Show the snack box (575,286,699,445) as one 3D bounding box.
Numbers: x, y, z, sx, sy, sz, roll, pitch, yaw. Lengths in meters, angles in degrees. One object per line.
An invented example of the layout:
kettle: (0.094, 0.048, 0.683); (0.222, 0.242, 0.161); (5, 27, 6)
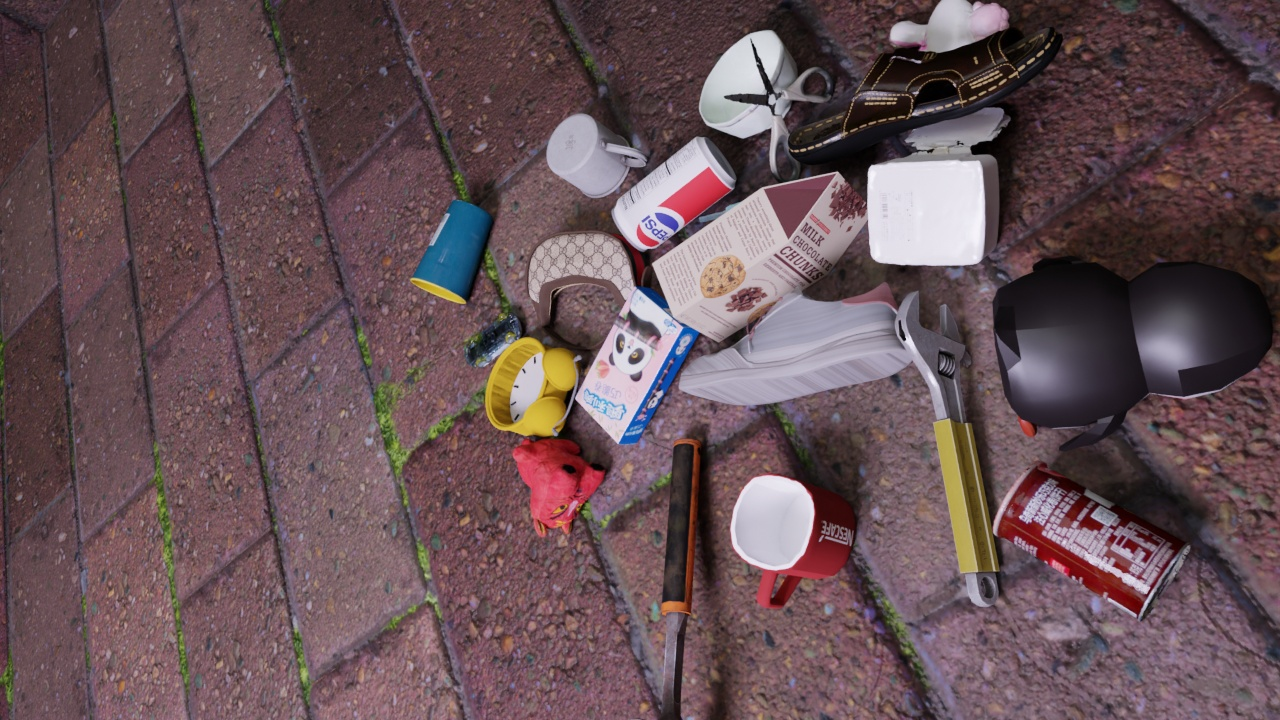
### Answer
snack box: (-0.006, 0.006, 1.005); (0.088, 0.033, 0.154); (43, 114, 36)

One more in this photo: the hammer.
hammer: (0.044, 0.226, 0.893); (0.035, 0.137, 0.313); (-14, 55, 31)

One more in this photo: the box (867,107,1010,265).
box: (0.285, -0.176, 0.861); (0.107, 0.131, 0.152); (5, 110, 34)

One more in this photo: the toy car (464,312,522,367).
toy car: (-0.184, -0.024, 1.158); (0.090, 0.027, 0.038); (-36, 61, 20)

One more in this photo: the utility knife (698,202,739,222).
utility knife: (0.122, -0.169, 0.998); (0.141, 0.015, 0.022); (-8, 50, 33)

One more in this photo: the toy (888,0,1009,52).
toy: (0.301, -0.317, 0.904); (0.123, 0.038, 0.079); (-7, 75, 42)

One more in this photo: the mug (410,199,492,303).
mug: (-0.245, -0.146, 1.212); (0.078, 0.078, 0.121); (14, 80, 37)

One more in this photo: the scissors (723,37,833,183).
scissors: (0.148, -0.261, 0.942); (0.157, 0.171, 0.013); (-38, 38, -28)

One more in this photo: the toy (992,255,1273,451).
toy: (0.371, -0.020, 0.700); (0.184, 0.140, 0.159); (-11, 69, 31)

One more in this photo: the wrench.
wrench: (0.270, 0.073, 0.791); (0.018, 0.083, 0.273); (-26, 65, 55)

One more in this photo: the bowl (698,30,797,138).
bowl: (0.126, -0.290, 0.996); (0.118, 0.061, 0.117); (-31, 44, 36)

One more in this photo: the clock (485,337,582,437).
clock: (-0.124, 0.033, 1.077); (0.152, 0.052, 0.113); (8, 78, 48)

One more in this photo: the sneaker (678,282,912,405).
sneaker: (0.143, -0.020, 0.888); (0.237, 0.099, 0.089); (-12, 66, 29)

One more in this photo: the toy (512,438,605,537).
toy: (-0.111, 0.136, 1.035); (0.133, 0.088, 0.094); (36, 115, 49)

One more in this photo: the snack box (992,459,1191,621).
snack box: (0.348, 0.138, 0.713); (0.121, 0.072, 0.072); (33, 95, 36)

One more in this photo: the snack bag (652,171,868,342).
snack bag: (0.128, -0.111, 0.926); (0.207, 0.094, 0.069); (-33, 60, 23)

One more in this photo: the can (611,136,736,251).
can: (0.037, -0.185, 1.027); (0.132, 0.070, 0.070); (-35, 59, 21)

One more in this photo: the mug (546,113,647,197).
mug: (-0.051, -0.249, 1.110); (0.113, 0.070, 0.084); (2, 77, 37)

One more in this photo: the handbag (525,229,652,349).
handbag: (-0.059, -0.082, 1.079); (0.167, 0.063, 0.138); (2, 94, 30)

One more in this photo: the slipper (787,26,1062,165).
slipper: (0.252, -0.259, 0.860); (0.269, 0.076, 0.112); (-14, 28, 38)

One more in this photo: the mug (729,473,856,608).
mug: (0.136, 0.167, 0.834); (0.081, 0.096, 0.116); (12, 83, 37)
